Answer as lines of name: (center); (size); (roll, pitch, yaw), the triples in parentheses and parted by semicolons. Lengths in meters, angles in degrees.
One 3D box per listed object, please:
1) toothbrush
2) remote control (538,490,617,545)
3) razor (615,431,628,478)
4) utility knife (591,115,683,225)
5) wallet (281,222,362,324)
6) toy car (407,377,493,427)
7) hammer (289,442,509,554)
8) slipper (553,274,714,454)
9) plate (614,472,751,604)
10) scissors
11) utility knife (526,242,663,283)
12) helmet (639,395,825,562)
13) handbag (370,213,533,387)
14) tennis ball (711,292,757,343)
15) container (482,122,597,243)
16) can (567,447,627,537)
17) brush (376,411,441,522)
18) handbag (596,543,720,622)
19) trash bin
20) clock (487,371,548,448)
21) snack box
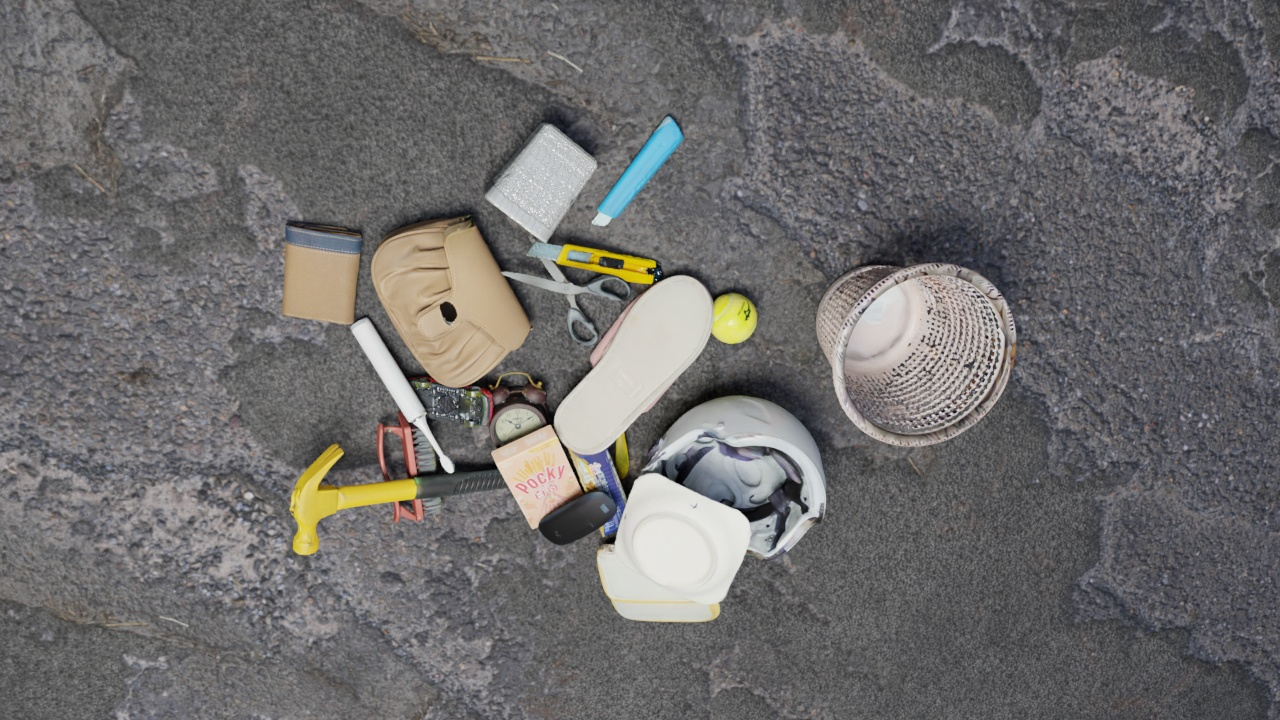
toothbrush: (-0.292, 0.046, 1.141); (0.027, 0.026, 0.221); (-33, 89, 9)
remote control: (-0.086, 0.212, 1.206); (0.137, 0.024, 0.053); (-34, 106, 35)
razor: (-0.028, 0.103, 1.245); (0.043, 0.028, 0.133); (-7, 111, -11)
utility knife: (-0.005, -0.230, 1.141); (0.034, 0.018, 0.162); (37, 101, -15)
wallet: (-0.387, -0.105, 1.114); (0.090, 0.033, 0.115); (8, 108, -9)
toy car: (-0.242, 0.049, 1.164); (0.120, 0.045, 0.053); (11, 109, 14)
hammer: (-0.283, 0.160, 1.150); (0.300, 0.033, 0.129); (-2, 108, -36)
slipper: (-0.007, 0.007, 1.187); (0.114, 0.054, 0.274); (39, 92, 6)
plate: (0.046, 0.235, 1.161); (0.164, 0.034, 0.164); (23, 120, 11)
scissors: (-0.089, -0.087, 1.154); (0.178, 0.014, 0.160); (-10, 118, -20)
utility knife: (-0.052, -0.121, 1.140); (0.192, 0.015, 0.033); (7, 90, -30)
helmet: (0.122, 0.140, 1.208); (0.229, 0.145, 0.259); (36, 134, -11)
handbag: (-0.230, -0.072, 1.113); (0.147, 0.099, 0.204); (-29, 112, -3)
tennis ball: (0.119, -0.055, 1.192); (0.065, 0.065, 0.065); (-3, 108, -8)
container: (-0.117, -0.216, 1.092); (0.090, 0.090, 0.114); (36, 96, -18)
can: (-0.054, 0.165, 1.235); (0.049, 0.074, 0.148); (-21, 111, -5)
brush: (-0.302, 0.144, 1.194); (0.069, 0.063, 0.146); (-11, 112, -19)
handbag: (0.019, 0.278, 1.239); (0.164, 0.063, 0.179); (-6, 124, 25)
trash bin: (0.323, -0.031, 1.164); (0.227, 0.192, 0.228); (-3, 108, -8)
clock: (-0.160, 0.069, 1.194); (0.082, 0.055, 0.122); (-3, 111, -7)
snack box: (-0.131, 0.156, 1.206); (0.084, 0.026, 0.157); (-25, 138, -6)
